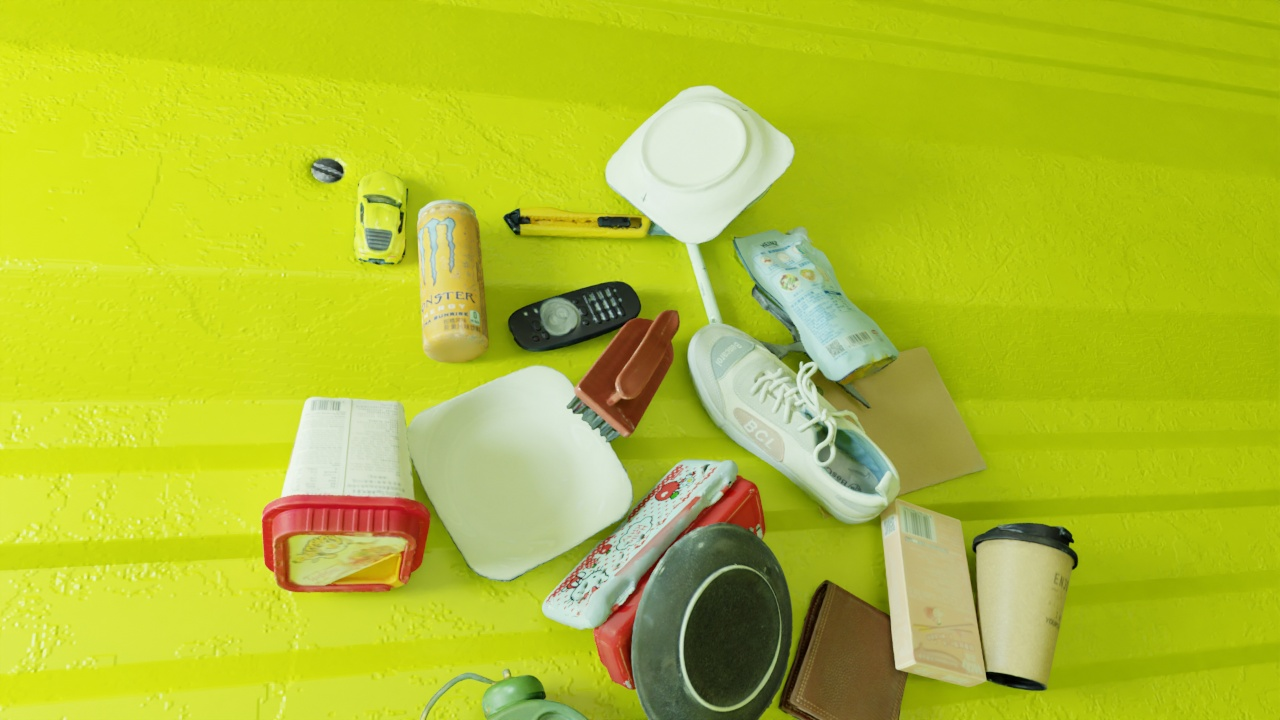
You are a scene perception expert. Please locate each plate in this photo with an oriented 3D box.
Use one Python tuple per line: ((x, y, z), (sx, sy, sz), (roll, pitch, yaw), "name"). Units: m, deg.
((0.068, 0.221, 0.735), (0.179, 0.024, 0.179), (4, 84, -38), "plate")
((0.057, -0.213, 0.947), (0.163, 0.034, 0.164), (-44, 64, -8), "plate")
((-0.104, 0.095, 0.788), (0.164, 0.034, 0.163), (-24, 73, -28), "plate")

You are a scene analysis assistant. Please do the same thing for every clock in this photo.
((-0.092, 0.299, 0.669), (0.161, 0.056, 0.115), (45, 58, 8), "clock")

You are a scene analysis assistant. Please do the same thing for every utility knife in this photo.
((-0.029, -0.141, 0.942), (0.223, 0.015, 0.033), (-1, 66, -13), "utility knife")

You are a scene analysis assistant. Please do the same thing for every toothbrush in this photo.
((0.055, -0.116, 0.967), (0.020, 0.029, 0.189), (23, 47, -57), "toothbrush")

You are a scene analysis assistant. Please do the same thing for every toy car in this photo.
((-0.245, -0.139, 0.867), (0.048, 0.032, 0.105), (4, 60, -17), "toy car")

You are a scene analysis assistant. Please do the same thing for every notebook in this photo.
((0.242, 0.068, 0.937), (0.207, 0.008, 0.147), (-12, 68, -24), "notebook")

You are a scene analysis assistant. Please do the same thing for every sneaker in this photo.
((0.139, 0.052, 0.850), (0.242, 0.091, 0.089), (44, 72, 9), "sneaker")

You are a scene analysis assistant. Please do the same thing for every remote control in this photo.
((-0.063, -0.041, 0.881), (0.136, 0.024, 0.053), (-19, 72, -25), "remote control")

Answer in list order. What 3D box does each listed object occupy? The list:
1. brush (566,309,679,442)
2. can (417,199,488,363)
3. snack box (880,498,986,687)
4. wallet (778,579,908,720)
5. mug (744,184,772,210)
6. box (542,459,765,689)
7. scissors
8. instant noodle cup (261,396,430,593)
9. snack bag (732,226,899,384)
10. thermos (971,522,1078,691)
((-0.005, 0.005, 0.831), (0.063, 0.069, 0.145), (42, 39, -6), "brush")
((-0.173, -0.073, 0.840), (0.058, 0.058, 0.145), (0, 63, -19), "can")
((0.266, 0.210, 0.840), (0.084, 0.026, 0.157), (20, 52, -21), "snack box")
((0.184, 0.267, 0.798), (0.101, 0.032, 0.124), (30, 58, -5), "wallet")
((0.083, -0.228, 1.007), (0.078, 0.078, 0.122), (-17, 64, -26), "mug")
((0.011, 0.165, 0.780), (0.101, 0.095, 0.200), (19, 47, 38), "box")
((0.168, -0.013, 0.946), (0.159, 0.014, 0.181), (-23, 67, -29), "scissors")
((-0.223, 0.100, 0.705), (0.116, 0.117, 0.124), (4, 51, -17), "instant noodle cup")
((0.181, -0.064, 0.955), (0.110, 0.039, 0.191), (-22, 67, -28), "snack bag")
((0.350, 0.224, 0.846), (0.093, 0.093, 0.143), (20, 65, -8), "thermos")
